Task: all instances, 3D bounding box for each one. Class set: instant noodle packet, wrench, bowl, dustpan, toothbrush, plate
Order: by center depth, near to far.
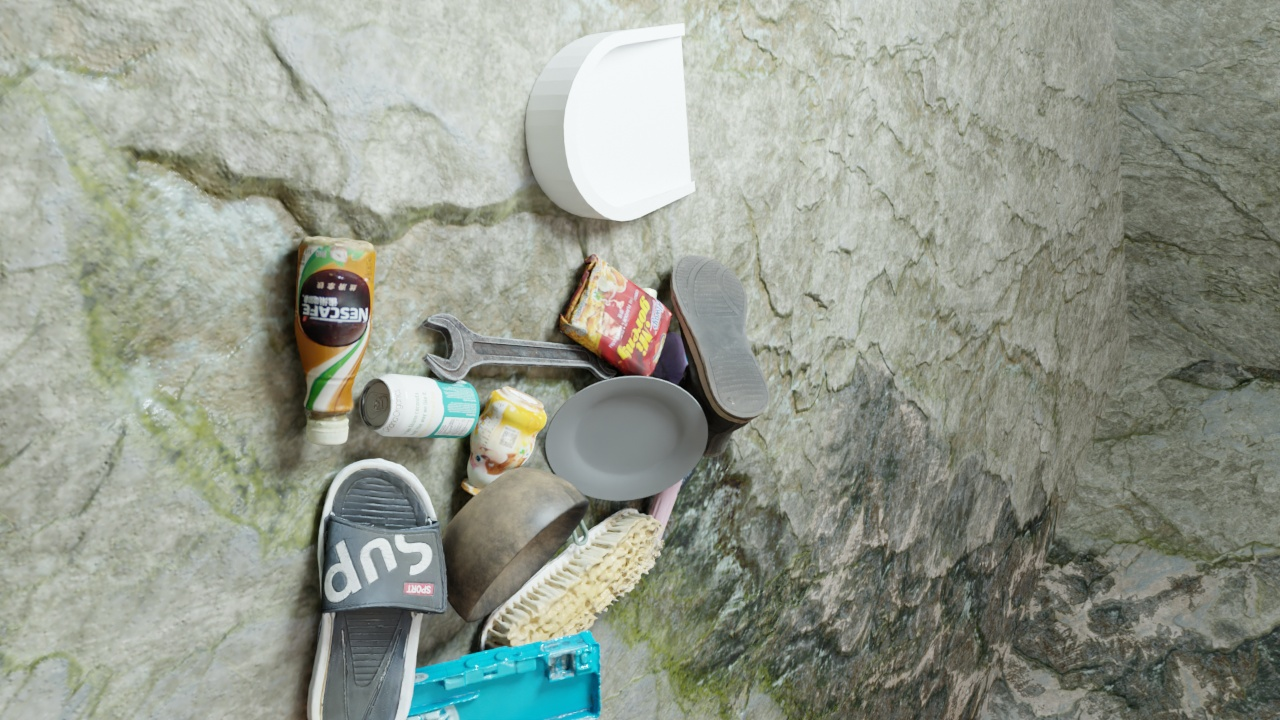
[{"bbox_3d":[-0.130,0.169,0.885,0.162,0.070,0.162,-44,166,-14],"label":"bowl"},{"bbox_3d":[-0.113,-0.007,0.927,0.272,0.010,0.070,4,61,-53],"label":"wrench"},{"bbox_3d":[-0.010,-0.250,0.977,0.257,0.053,0.192,-27,120,-44],"label":"dustpan"},{"bbox_3d":[-0.026,-0.046,1.002,0.135,0.040,0.098,35,62,-30],"label":"instant noodle packet"},{"bbox_3d":[-0.015,0.085,1.005,0.012,0.178,0.178,-102,170,-53],"label":"plate"},{"bbox_3d":[0.042,0.142,1.135,0.026,0.027,0.223,18,100,-9],"label":"toothbrush"}]

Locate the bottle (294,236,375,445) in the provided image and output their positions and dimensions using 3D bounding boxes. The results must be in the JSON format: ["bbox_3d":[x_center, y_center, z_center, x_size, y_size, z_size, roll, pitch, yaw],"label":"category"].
[{"bbox_3d":[-0.249,-0.015,0.742,0.059,0.059,0.167,-4,103,-51],"label":"bottle"}]

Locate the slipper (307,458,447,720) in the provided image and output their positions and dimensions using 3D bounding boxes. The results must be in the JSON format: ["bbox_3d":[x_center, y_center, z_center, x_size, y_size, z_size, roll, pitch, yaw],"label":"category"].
[{"bbox_3d":[-0.230,0.220,0.802,0.111,0.063,0.264,8,95,-28],"label":"slipper"}]

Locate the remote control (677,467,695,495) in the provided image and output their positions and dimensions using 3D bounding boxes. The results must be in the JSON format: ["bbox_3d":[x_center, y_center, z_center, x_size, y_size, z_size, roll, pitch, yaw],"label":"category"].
[{"bbox_3d":[0.028,0.103,1.148,0.047,0.022,0.150,-49,132,-31],"label":"remote control"}]

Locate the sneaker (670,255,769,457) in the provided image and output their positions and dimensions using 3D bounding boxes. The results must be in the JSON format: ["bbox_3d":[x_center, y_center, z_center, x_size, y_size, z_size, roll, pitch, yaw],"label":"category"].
[{"bbox_3d":[0.076,-0.010,1.074,0.095,0.120,0.234,-5,60,-23],"label":"sneaker"}]

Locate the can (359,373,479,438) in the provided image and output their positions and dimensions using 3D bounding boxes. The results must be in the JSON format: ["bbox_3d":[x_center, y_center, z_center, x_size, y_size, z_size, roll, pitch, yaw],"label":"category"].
[{"bbox_3d":[-0.197,0.042,0.825,0.101,0.055,0.055,8,93,-52],"label":"can"}]

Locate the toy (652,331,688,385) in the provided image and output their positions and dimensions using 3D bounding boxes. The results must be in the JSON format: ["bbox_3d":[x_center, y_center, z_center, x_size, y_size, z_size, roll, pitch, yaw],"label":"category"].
[{"bbox_3d":[0.037,0.018,1.117,0.080,0.037,0.100,-35,114,-55],"label":"toy"}]

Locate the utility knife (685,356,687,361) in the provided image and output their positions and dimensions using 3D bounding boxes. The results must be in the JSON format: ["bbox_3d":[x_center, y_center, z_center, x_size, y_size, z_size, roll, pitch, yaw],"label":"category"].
[{"bbox_3d":[0.066,0.033,1.181,0.022,0.015,0.141,-77,158,-57],"label":"utility knife"}]

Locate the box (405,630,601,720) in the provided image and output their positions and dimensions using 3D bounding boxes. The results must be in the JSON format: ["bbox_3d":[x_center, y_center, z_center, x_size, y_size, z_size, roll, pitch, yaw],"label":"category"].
[{"bbox_3d":[-0.149,0.378,0.918,0.226,0.039,0.182,-6,108,-22],"label":"box"}]

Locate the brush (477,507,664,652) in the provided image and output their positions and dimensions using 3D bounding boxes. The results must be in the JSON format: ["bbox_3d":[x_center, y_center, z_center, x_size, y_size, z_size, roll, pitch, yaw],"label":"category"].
[{"bbox_3d":[-0.072,0.257,1.035,0.270,0.057,0.083,-32,123,-42],"label":"brush"}]

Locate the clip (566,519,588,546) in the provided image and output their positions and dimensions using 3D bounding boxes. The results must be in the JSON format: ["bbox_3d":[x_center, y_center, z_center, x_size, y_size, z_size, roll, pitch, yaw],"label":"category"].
[{"bbox_3d":[-0.081,0.173,1.026,0.023,0.037,0.075,-34,119,-39],"label":"clip"}]

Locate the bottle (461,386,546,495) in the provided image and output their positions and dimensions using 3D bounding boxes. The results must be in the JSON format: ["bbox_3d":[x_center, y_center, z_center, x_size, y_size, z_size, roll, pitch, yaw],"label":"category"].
[{"bbox_3d":[-0.139,0.082,0.904,0.063,0.063,0.109,22,97,-51],"label":"bottle"}]

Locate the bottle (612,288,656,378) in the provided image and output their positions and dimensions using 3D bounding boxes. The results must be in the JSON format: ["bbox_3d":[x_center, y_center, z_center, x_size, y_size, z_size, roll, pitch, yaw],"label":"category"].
[{"bbox_3d":[-0.006,0.006,1.060,0.045,0.045,0.184,21,77,-51],"label":"bottle"}]
